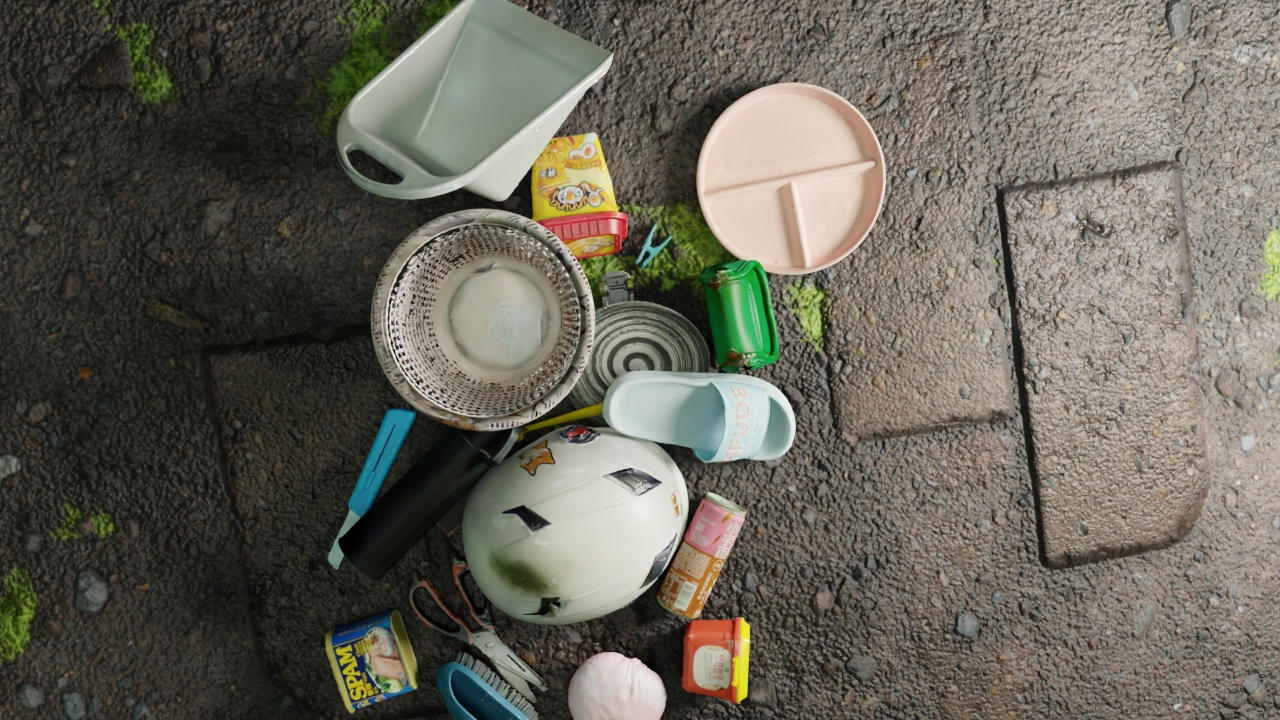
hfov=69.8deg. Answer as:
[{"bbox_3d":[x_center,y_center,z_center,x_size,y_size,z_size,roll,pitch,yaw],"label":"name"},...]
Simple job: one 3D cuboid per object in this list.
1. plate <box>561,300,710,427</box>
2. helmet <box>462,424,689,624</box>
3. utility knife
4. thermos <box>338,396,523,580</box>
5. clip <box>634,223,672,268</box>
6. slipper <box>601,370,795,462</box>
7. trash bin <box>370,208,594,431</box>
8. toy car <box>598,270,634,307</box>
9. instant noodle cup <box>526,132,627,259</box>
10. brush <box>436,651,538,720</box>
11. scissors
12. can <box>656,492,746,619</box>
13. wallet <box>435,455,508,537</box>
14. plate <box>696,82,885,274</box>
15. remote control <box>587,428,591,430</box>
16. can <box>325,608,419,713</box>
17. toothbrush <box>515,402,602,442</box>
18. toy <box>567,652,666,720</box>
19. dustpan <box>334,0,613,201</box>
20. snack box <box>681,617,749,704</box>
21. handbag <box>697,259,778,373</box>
[{"bbox_3d":[-0.007,0.006,1.101,0.179,0.024,0.180,-1,118,-2],"label":"plate"},{"bbox_3d":[-0.076,0.201,1.049,0.274,0.156,0.230,-14,100,2],"label":"helmet"},{"bbox_3d":[-0.331,0.155,1.116,0.034,0.018,0.216,25,93,-5],"label":"utility knife"},{"bbox_3d":[-0.239,0.149,1.064,0.242,0.090,0.068,-45,120,-1],"label":"thermos"},{"bbox_3d":[0.012,-0.137,1.118,0.038,0.013,0.055,36,89,-4],"label":"clip"},{"bbox_3d":[0.076,0.068,1.078,0.245,0.074,0.104,10,111,-18],"label":"slipper"},{"bbox_3d":[-0.165,-0.045,1.022,0.227,0.192,0.227,0,93,-3],"label":"trash bin"},{"bbox_3d":[-0.027,-0.063,1.109,0.042,0.035,0.090,-7,96,-4],"label":"toy car"},{"bbox_3d":[-0.078,-0.189,1.066,0.116,0.116,0.123,-8,82,-2],"label":"instant noodle cup"},{"bbox_3d":[-0.190,0.419,1.110,0.144,0.073,0.055,42,116,-3],"label":"brush"},{"bbox_3d":[-0.190,0.329,1.136,0.202,0.015,0.204,7,93,-4],"label":"scissors"},{"bbox_3d":[0.074,0.239,1.124,0.058,0.058,0.147,25,92,-5],"label":"can"},{"bbox_3d":[-0.221,0.144,1.121,0.122,0.020,0.096,-42,99,0],"label":"wallet"},{"bbox_3d":[0.181,-0.219,1.115,0.229,0.028,0.229,0,94,-2],"label":"plate"},{"bbox_3d":[-0.044,0.110,1.125,0.136,0.024,0.053,8,99,-3],"label":"remote control"},{"bbox_3d":[-0.323,0.361,1.110,0.083,0.057,0.102,-18,95,-4],"label":"can"},{"bbox_3d":[-0.074,0.068,1.106,0.190,0.016,0.016,-16,119,6],"label":"toothbrush"},{"bbox_3d":[-0.038,0.437,1.133,0.121,0.054,0.159,21,97,-3],"label":"toy"},{"bbox_3d":[-0.202,-0.285,0.999,0.223,0.142,0.258,34,99,25],"label":"dustpan"},{"bbox_3d":[0.092,0.365,1.124,0.080,0.082,0.091,3,93,6],"label":"snack box"},{"bbox_3d":[0.115,-0.051,1.073,0.068,0.120,0.131,-10,97,17],"label":"handbag"}]
